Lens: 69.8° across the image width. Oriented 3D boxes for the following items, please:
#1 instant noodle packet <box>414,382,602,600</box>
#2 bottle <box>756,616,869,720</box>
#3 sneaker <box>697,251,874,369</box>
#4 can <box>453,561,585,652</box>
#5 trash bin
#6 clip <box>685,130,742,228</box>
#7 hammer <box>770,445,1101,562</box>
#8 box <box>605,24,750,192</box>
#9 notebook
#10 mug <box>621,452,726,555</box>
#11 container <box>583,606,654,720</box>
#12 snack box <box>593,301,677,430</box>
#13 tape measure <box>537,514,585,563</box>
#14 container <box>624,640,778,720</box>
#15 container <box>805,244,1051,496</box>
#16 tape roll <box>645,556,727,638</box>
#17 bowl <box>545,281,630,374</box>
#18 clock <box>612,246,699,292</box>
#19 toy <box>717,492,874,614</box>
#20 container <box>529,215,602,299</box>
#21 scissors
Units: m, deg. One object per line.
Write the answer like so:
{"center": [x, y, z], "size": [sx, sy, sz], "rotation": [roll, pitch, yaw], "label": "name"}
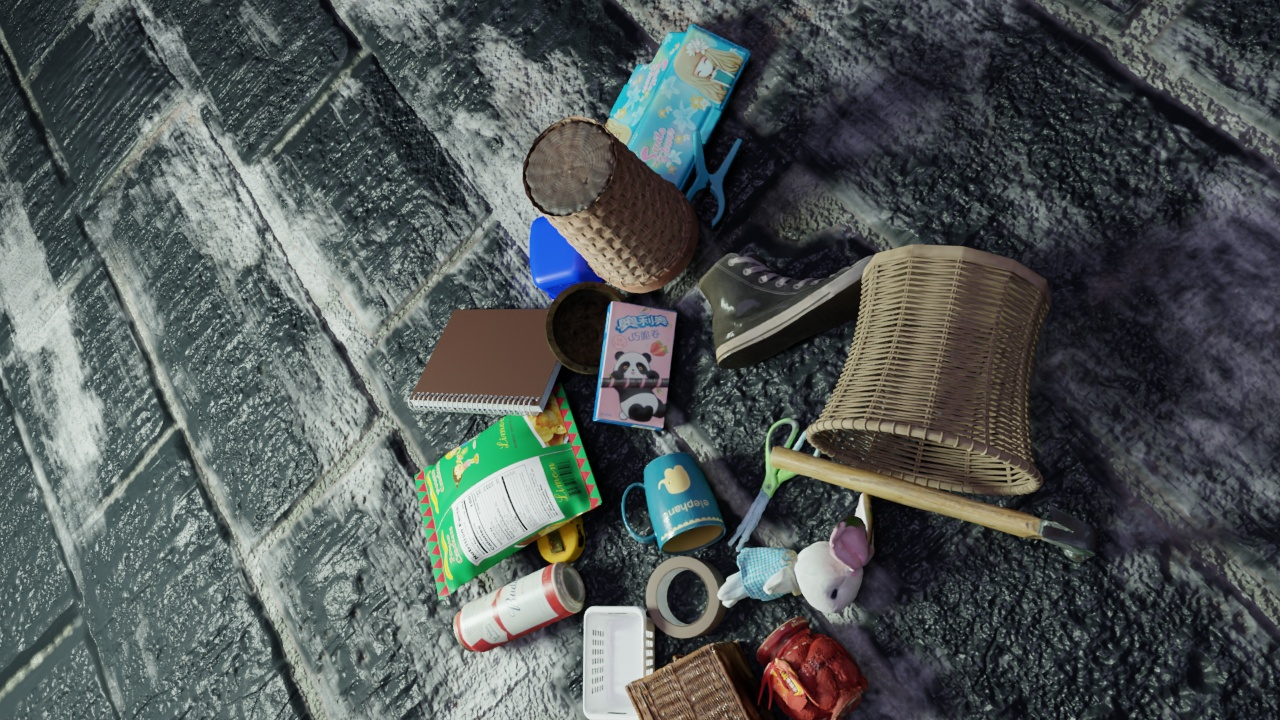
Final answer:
{"center": [-0.180, 0.166, 1.193], "size": [0.253, 0.090, 0.195], "rotation": [-32, 52, 12], "label": "instant noodle packet"}
{"center": [0.179, 0.340, 0.977], "size": [0.099, 0.099, 0.111], "rotation": [-48, 57, 8], "label": "bottle"}
{"center": [0.181, -0.090, 1.092], "size": [0.235, 0.095, 0.119], "rotation": [-28, 66, 25], "label": "sneaker"}
{"center": [-0.154, 0.314, 1.163], "size": [0.170, 0.067, 0.067], "rotation": [-28, 67, 18], "label": "can"}
{"center": [-0.036, -0.182, 1.099], "size": [0.151, 0.210, 0.151], "rotation": [-6, 74, 24], "label": "trash bin"}
{"center": [0.104, -0.230, 1.191], "size": [0.113, 0.028, 0.126], "rotation": [20, 90, 5], "label": "clip"}
{"center": [0.292, 0.141, 0.946], "size": [0.331, 0.132, 0.033], "rotation": [13, 80, 27], "label": "hammer"}
{"center": [0.026, -0.343, 1.245], "size": [0.181, 0.074, 0.227], "rotation": [27, 90, 28], "label": "box"}
{"center": [-0.200, 0.000, 1.258], "size": [0.209, 0.022, 0.171], "rotation": [1, 54, 26], "label": "notebook"}
{"center": [0.033, 0.171, 1.092], "size": [0.112, 0.084, 0.104], "rotation": [-15, 60, -5], "label": "mug"}
{"center": [-0.022, 0.360, 1.096], "size": [0.081, 0.049, 0.129], "rotation": [-7, 74, 25], "label": "container"}
{"center": [-0.007, 0.007, 1.163], "size": [0.088, 0.033, 0.154], "rotation": [10, 79, -11], "label": "snack box"}
{"center": [-0.103, 0.232, 1.181], "size": [0.068, 0.030, 0.058], "rotation": [-25, 65, 19], "label": "tape measure"}
{"center": [0.086, 0.411, 0.995], "size": [0.113, 0.113, 0.198], "rotation": [-34, 66, 11], "label": "container"}
{"center": [0.302, 0.011, 0.936], "size": [0.227, 0.227, 0.196], "rotation": [9, 74, 28], "label": "container"}
{"center": [0.055, 0.281, 1.089], "size": [0.094, 0.030, 0.093], "rotation": [-7, 74, 25], "label": "tape roll"}
{"center": [-0.068, -0.038, 1.205], "size": [0.121, 0.056, 0.121], "rotation": [2, 81, -13], "label": "bowl"}
{"center": [0.008, -0.144, 1.213], "size": [0.125, 0.044, 0.087], "rotation": [-33, 65, 15], "label": "clock"}
{"center": [0.177, 0.239, 1.008], "size": [0.206, 0.130, 0.105], "rotation": [-31, 81, 23], "label": "toy"}
{"center": [-0.105, -0.149, 1.262], "size": [0.096, 0.058, 0.114], "rotation": [-11, 72, 23], "label": "container"}
{"center": [0.149, 0.149, 1.089], "size": [0.072, 0.033, 0.175], "rotation": [32, 89, 25], "label": "scissors"}
